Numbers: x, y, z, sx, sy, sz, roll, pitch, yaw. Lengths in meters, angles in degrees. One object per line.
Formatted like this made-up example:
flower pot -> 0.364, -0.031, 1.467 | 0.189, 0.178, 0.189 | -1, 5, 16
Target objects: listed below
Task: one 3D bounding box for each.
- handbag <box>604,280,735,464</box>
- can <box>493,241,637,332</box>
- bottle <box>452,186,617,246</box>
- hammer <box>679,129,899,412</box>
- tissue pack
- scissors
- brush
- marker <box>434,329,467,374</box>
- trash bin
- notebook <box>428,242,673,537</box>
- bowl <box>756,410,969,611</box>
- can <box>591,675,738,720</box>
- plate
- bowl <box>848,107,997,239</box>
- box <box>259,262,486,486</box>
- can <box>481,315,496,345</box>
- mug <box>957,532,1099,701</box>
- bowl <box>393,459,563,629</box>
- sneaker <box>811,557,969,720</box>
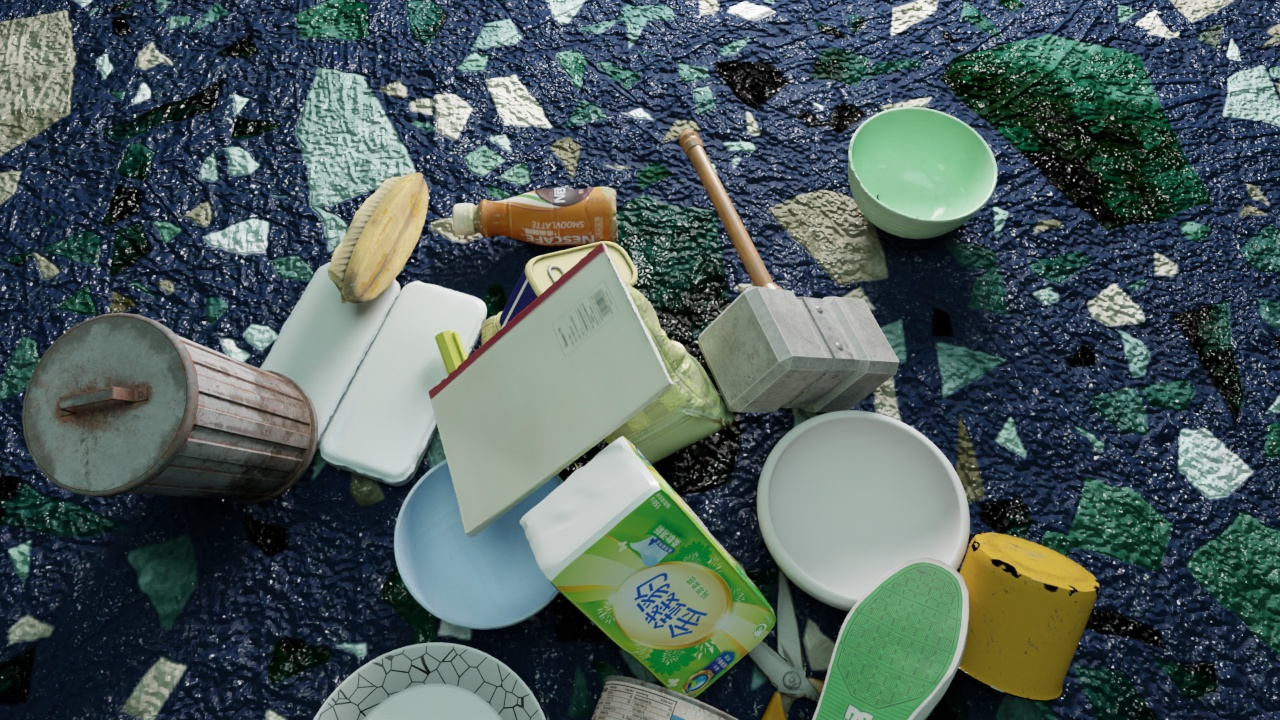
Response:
handbag -> -0.005, 0.005, 0.805 | 0.113, 0.186, 0.116 | -28, 20, 19
can -> -0.068, -0.057, 0.853 | 0.116, 0.092, 0.056 | -18, 69, -34
bottle -> -0.107, -0.147, 0.942 | 0.167, 0.059, 0.059 | -2, 61, -2
hammer -> 0.101, -0.103, 0.869 | 0.162, 0.083, 0.317 | 2, 54, -41
tissue pack -> -0.001, 0.147, 0.717 | 0.120, 0.198, 0.141 | -35, 33, -5
scissors -> 0.140, 0.277, 0.739 | 0.216, 0.016, 0.224 | 5, 61, 1
brush -> -0.257, -0.125, 0.913 | 0.043, 0.059, 0.194 | -1, 44, 14
marker -> -0.160, 0.030, 0.849 | 0.021, 0.017, 0.123 | -25, 79, 16
trash bin -> -0.363, 0.047, 0.727 | 0.131, 0.211, 0.130 | -2, 78, 8
notebook -> -0.081, 0.022, 0.725 | 0.209, 0.012, 0.153 | -38, 52, 19
bowl -> 0.185, 0.134, 0.789 | 0.176, 0.066, 0.176 | 0, 61, -1
can -> 0.026, 0.278, 0.670 | 0.130, 0.130, 0.044 | 19, 62, 9
plate -> -0.158, 0.307, 0.679 | 0.188, 0.016, 0.188 | 1, 62, -2
bowl -> 0.285, -0.184, 0.961 | 0.151, 0.077, 0.150 | 1, 61, -1
box -> -0.264, 0.004, 0.875 | 0.189, 0.037, 0.208 | 19, 62, 5
can -> -0.132, -0.001, 0.873 | 0.038, 0.038, 0.079 | -4, 61, -3
mug -> 0.300, 0.195, 0.728 | 0.100, 0.123, 0.094 | 22, 104, 29
bowl -> -0.124, 0.156, 0.767 | 0.150, 0.075, 0.150 | 1, 62, -1
sneaker -> 0.175, 0.259, 0.689 | 0.084, 0.079, 0.234 | 24, 70, 23
